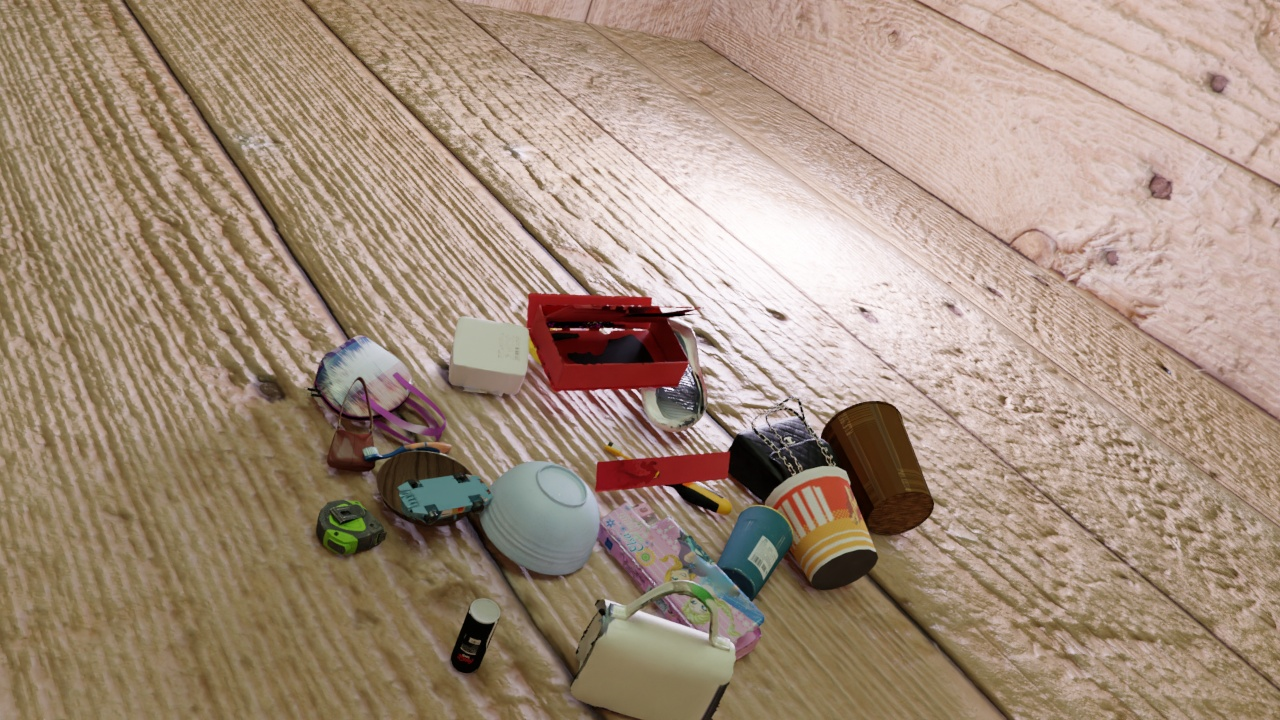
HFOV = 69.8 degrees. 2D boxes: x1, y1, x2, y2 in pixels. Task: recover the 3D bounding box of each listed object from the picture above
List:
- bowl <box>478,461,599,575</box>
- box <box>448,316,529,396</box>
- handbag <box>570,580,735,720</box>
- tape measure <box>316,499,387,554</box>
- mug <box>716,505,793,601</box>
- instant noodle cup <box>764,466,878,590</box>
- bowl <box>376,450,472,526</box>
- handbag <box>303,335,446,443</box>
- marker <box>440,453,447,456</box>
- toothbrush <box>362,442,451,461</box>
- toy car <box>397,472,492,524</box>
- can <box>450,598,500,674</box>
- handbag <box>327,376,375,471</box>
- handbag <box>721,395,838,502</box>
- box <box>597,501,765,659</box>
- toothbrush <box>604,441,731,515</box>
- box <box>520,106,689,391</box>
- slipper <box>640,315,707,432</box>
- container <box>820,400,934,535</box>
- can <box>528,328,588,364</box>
[{"bbox_3d":[-0.108,0.172,1.087,0.150,0.075,0.150,25,28,-14],"label":"bowl"},{"bbox_3d":[-0.222,0.009,1.326,0.108,0.102,0.102,8,51,-13],"label":"box"},{"bbox_3d":[0.024,0.280,0.927,0.151,0.176,0.073,18,30,-7],"label":"handbag"},{"bbox_3d":[-0.320,0.179,0.999,0.065,0.036,0.058,38,35,24],"label":"tape measure"},{"bbox_3d":[0.138,0.248,1.156,0.078,0.078,0.121,30,36,12],"label":"mug"},{"bbox_3d":[0.245,0.227,1.220,0.123,0.124,0.121,4,43,-28],"label":"instant noodle cup"},{"bbox_3d":[-0.252,0.158,1.078,0.119,0.032,0.119,16,31,-11],"label":"bowl"},{"bbox_3d":[-0.327,0.050,1.178,0.170,0.068,0.144,34,32,6],"label":"handbag"},{"bbox_3d":[-0.209,0.159,1.121,0.133,0.017,0.020,41,15,28],"label":"marker"},{"bbox_3d":[-0.284,0.110,1.122,0.134,0.022,0.017,0,59,-55],"label":"toothbrush"},{"bbox_3d":[-0.222,0.159,1.036,0.107,0.028,0.060,-3,39,-44],"label":"toy car"},{"bbox_3d":[-0.164,0.274,0.908,0.031,0.081,0.031,17,31,-11],"label":"can"},{"bbox_3d":[-0.345,0.074,1.108,0.055,0.029,0.119,11,57,-27],"label":"handbag"},{"bbox_3d":[0.219,0.136,1.341,0.153,0.115,0.125,-7,44,-46],"label":"handbag"},{"bbox_3d":[0.047,0.254,1.094,0.084,0.063,0.230,-12,45,-43],"label":"box"},{"bbox_3d":[0.037,0.162,1.266,0.197,0.031,0.030,26,55,13],"label":"toothbrush"},{"bbox_3d":[-0.063,-0.155,1.372,0.212,0.128,0.424,-1,76,-28],"label":"box"},{"bbox_3d":[0.043,0.027,1.435,0.111,0.063,0.263,15,40,-16],"label":"slipper"},{"bbox_3d":[0.361,0.166,1.383,0.132,0.132,0.167,10,39,-21],"label":"container"},{"bbox_3d":[-0.121,-0.036,1.430,0.068,0.068,0.104,34,32,18],"label":"can"}]
